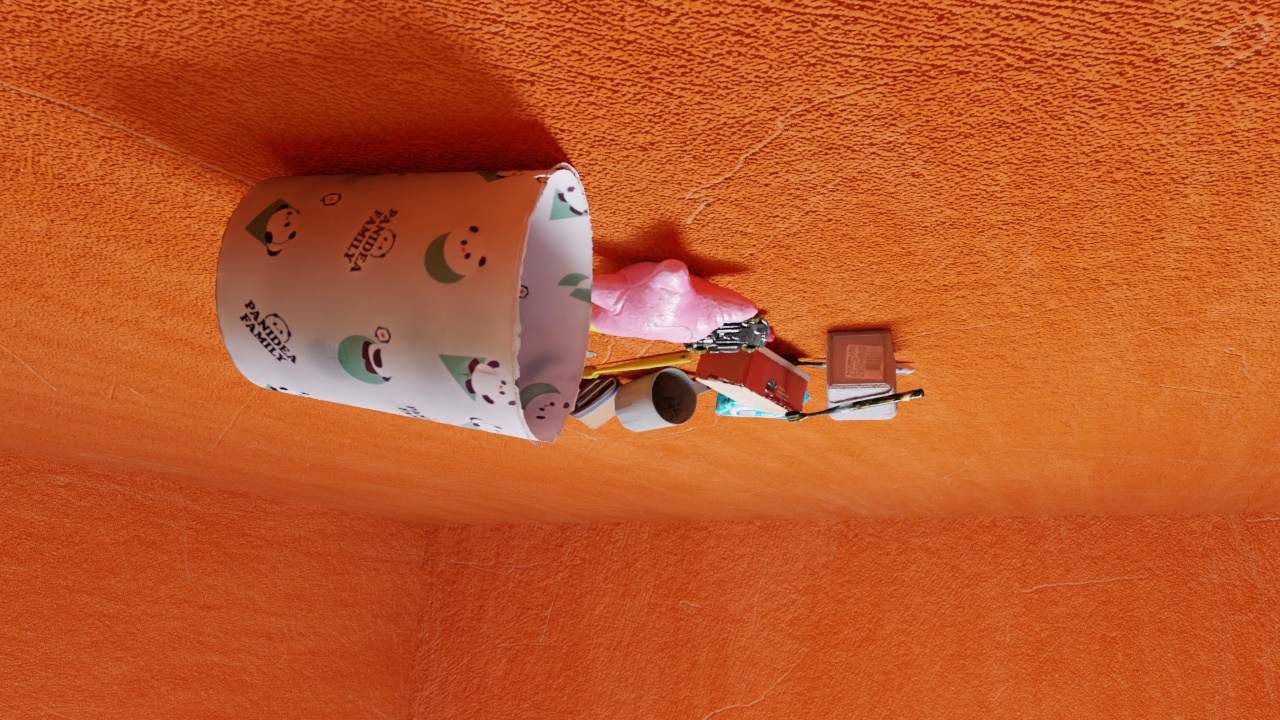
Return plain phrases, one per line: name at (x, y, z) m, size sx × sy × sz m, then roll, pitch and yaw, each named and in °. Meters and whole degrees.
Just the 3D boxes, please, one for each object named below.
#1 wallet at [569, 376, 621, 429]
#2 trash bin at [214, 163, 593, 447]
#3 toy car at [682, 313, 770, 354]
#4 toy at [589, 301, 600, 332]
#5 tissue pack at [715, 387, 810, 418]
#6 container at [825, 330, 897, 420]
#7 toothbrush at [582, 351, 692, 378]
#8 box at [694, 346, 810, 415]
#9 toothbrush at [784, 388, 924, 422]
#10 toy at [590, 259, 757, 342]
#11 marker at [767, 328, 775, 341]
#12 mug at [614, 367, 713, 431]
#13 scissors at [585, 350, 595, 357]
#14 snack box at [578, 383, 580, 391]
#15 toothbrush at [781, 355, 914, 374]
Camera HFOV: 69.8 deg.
wallet at (-0.062, 0.066, 1.429) m, size 0.090 × 0.033 × 0.115 m, roll -36°, pitch 158°, yaw 3°
trash bin at (-0.186, -0.055, 0.763) m, size 0.252 × 0.229 × 0.229 m, roll 6°, pitch 165°, yaw 10°
toy car at (0.100, -0.036, 1.085) m, size 0.105 × 0.032 × 0.048 m, roll -1°, pitch 124°, yaw -4°
toy at (-0.030, -0.049, 1.075) m, size 0.100 × 0.031 × 0.096 m, roll -2°, pitch 165°, yaw 14°
tissue pack at (0.181, 0.055, 1.373) m, size 0.133 × 0.050 × 0.093 m, roll 2°, pitch 163°, yaw 0°
container at (0.278, 0.017, 1.162) m, size 0.090 × 0.090 × 0.114 m, roll -2°, pitch 160°, yaw 15°
toothbrush at (-0.008, 0.008, 1.298) m, size 0.191 × 0.015 × 0.016 m, roll -9°, pitch 165°, yaw 35°
box at (0.145, 0.030, 1.201) m, size 0.091 × 0.078 × 0.168 m, roll 10°, pitch 170°, yaw 38°
toothbrush at (0.259, 0.055, 1.128) m, size 0.186 × 0.012 × 0.017 m, roll -15°, pitch 141°, yaw 39°
toy at (0.019, -0.055, 0.966) m, size 0.179 × 0.074 × 0.194 m, roll -9°, pitch 161°, yaw 36°
marker at (0.095, -0.040, 1.114) m, size 0.145 × 0.017 × 0.017 m, roll 8°, pitch 163°, yaw -18°
mug at (0.036, 0.056, 1.368) m, size 0.123 × 0.083 × 0.104 m, roll -17°, pitch 179°, yaw -36°
scissors at (-0.166, -0.009, 1.147) m, size 0.226 × 0.015 × 0.189 m, roll 20°, pitch 133°, yaw 2°
snack box at (-0.157, 0.031, 1.381) m, size 0.075 × 0.025 × 0.153 m, roll -4°, pitch 163°, yaw 23°
toothbrush at (0.279, 0.005, 1.249) m, size 0.191 × 0.016 × 0.018 m, roll 3°, pitch 154°, yaw -1°
